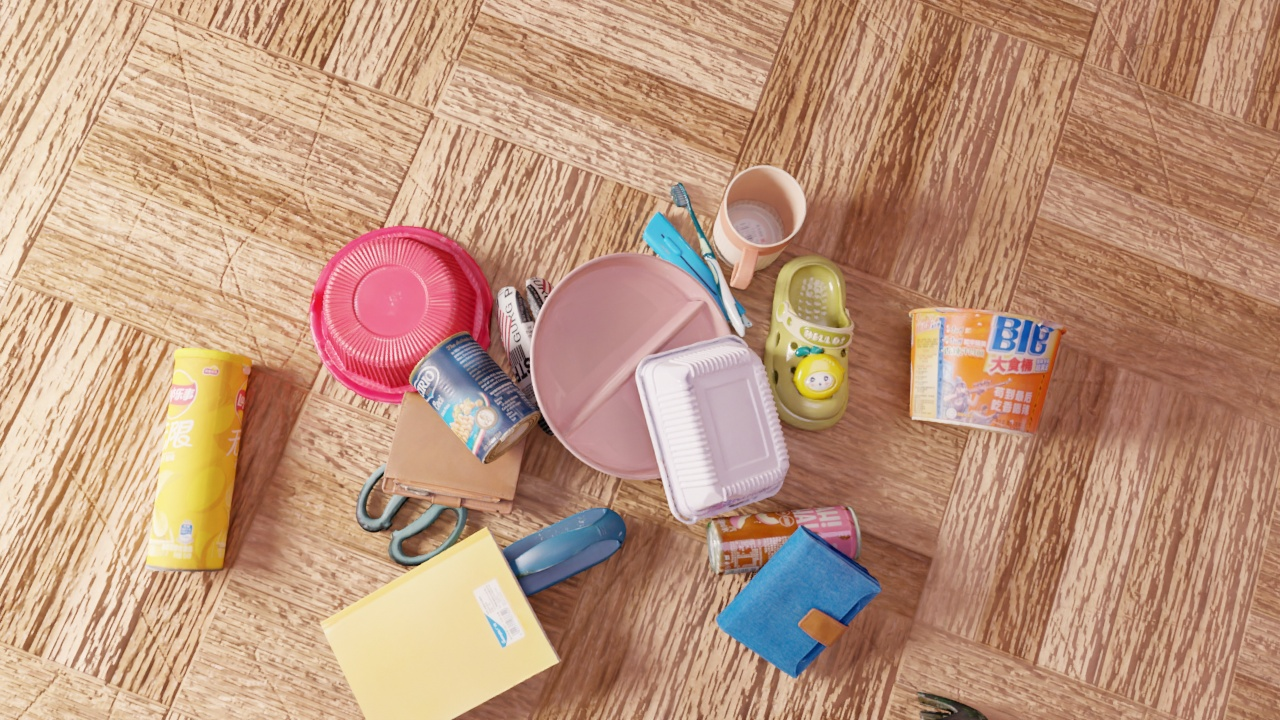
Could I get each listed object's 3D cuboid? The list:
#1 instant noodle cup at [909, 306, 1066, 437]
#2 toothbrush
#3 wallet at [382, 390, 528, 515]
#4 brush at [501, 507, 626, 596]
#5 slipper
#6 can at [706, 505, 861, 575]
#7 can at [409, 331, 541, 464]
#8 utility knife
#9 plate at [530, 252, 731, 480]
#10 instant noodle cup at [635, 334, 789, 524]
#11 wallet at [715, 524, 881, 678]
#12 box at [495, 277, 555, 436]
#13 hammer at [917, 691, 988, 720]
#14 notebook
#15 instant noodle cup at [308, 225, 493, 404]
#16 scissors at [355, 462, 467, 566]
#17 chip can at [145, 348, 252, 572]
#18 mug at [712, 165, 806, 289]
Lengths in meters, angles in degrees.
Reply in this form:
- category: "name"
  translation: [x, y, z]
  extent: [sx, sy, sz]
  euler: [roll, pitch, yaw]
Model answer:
- category: "instant noodle cup"
  translation: [0.340, 0.014, 0.923]
  extent: [0.151, 0.151, 0.111]
  euler: [9, 88, -1]
- category: "toothbrush"
  translation: [0.071, -0.109, 0.977]
  extent: [0.018, 0.016, 0.191]
  euler: [-14, 71, -22]
- category: "wallet"
  translation: [-0.182, 0.092, 0.919]
  extent: [0.132, 0.031, 0.107]
  euler: [10, 71, -3]
- category: "brush"
  translation: [-0.082, 0.189, 0.903]
  extent: [0.144, 0.073, 0.055]
  euler: [-24, 76, -6]
- category: "slipper"
  translation: [0.177, -0.025, 0.951]
  extent: [0.091, 0.082, 0.190]
  euler: [4, 77, 0]
- category: "can"
  translation: [0.143, 0.180, 0.923]
  extent: [0.147, 0.058, 0.058]
  euler: [-5, 80, -4]
- category: "can"
  translation: [-0.158, 0.037, 0.885]
  extent: [0.075, 0.075, 0.111]
  euler: [-42, 81, -9]
- category: "utility knife"
  translation: [0.061, -0.092, 0.987]
  extent: [0.034, 0.018, 0.159]
  euler: [-42, 86, -10]
- category: "plate"
  translation: [-0.005, 0.005, 0.925]
  extent: [0.229, 0.028, 0.229]
  euler: [4, 81, -25]
- category: "instant noodle cup"
  translation: [0.082, 0.065, 0.910]
  extent: [0.137, 0.060, 0.173]
  euler: [-14, 90, -27]
- category: "wallet"
  translation: [0.154, 0.237, 0.896]
  extent: [0.106, 0.040, 0.133]
  euler: [37, 104, -13]
- category: "box"
  translation: [-0.086, -0.009, 0.948]
  extent: [0.087, 0.076, 0.163]
  euler: [-16, 78, -28]
- category: "hammer"
  translation: [0.167, 0.360, 0.879]
  extent: [0.323, 0.126, 0.032]
  euler: [-6, 87, 6]
- category: "notebook"
  translation: [-0.196, 0.271, 0.882]
  extent: [0.206, 0.010, 0.146]
  euler: [-31, 82, 11]
- category: "instant noodle cup"
  translation: [-0.249, -0.054, 0.941]
  extent: [0.194, 0.066, 0.193]
  euler: [1, 80, -4]
- category: "scissors"
  translation: [-0.193, 0.141, 0.932]
  extent: [0.185, 0.019, 0.129]
  euler: [-27, 81, -6]
- category: "chip can"
  translation: [-0.434, 0.098, 0.902]
  extent: [0.072, 0.072, 0.213]
  euler: [5, 80, -2]
- category: "mug"
  translation: [0.116, -0.129, 0.951]
  extent: [0.081, 0.106, 0.114]
  euler: [14, 80, 0]
